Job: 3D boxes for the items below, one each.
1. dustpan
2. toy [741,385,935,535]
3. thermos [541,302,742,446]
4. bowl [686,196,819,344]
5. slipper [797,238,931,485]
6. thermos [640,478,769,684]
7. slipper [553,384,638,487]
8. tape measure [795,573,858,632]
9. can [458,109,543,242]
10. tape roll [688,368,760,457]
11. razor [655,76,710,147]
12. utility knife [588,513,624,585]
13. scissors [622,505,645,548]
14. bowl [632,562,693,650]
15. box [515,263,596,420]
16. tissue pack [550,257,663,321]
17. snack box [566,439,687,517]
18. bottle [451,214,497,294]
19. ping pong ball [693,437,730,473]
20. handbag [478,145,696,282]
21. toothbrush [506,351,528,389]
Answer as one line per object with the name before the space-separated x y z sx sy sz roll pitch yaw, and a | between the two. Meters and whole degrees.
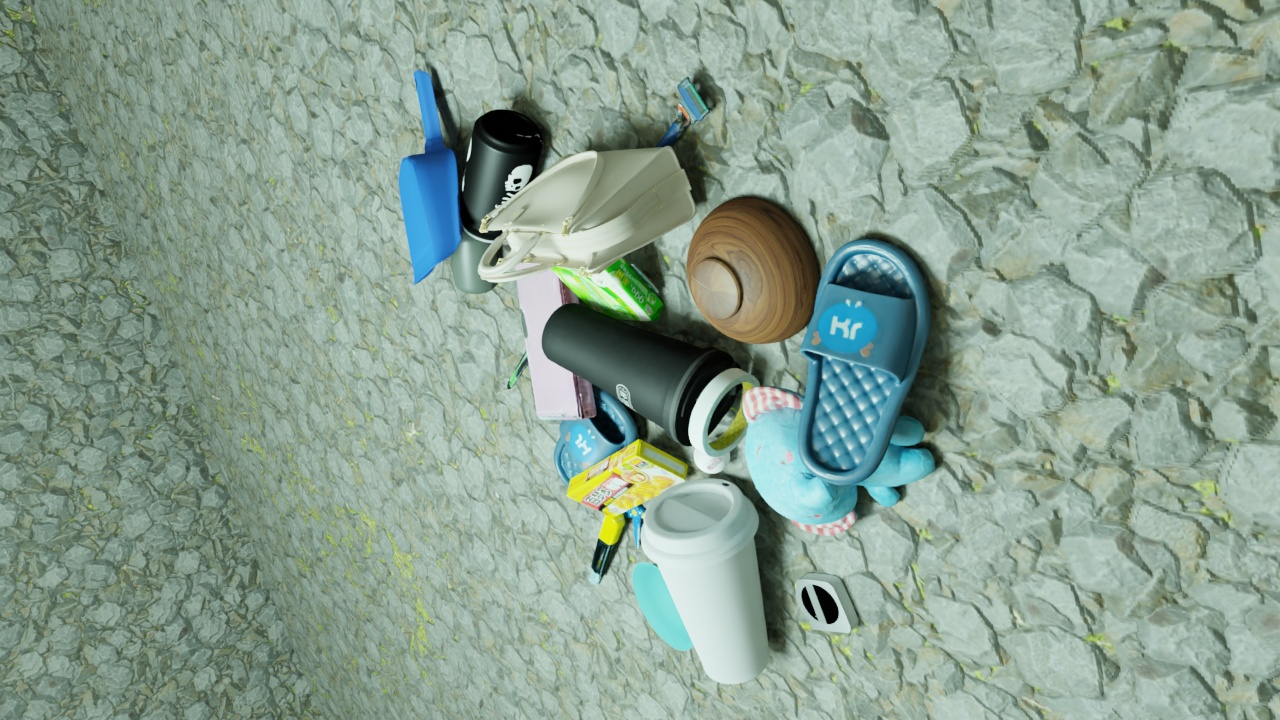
dustpan | -0.277 -0.238 1.174 0.246 0.059 0.257 178 81 -71
toy | 0.179 0.099 0.860 0.181 0.114 0.183 -8 115 39
thermos | -0.006 0.006 0.996 0.219 0.105 0.106 25 128 32
bowl | 0.091 -0.077 0.880 0.147 0.068 0.147 26 129 38
slipper | 0.185 0.001 0.781 0.104 0.059 0.213 11 91 31
thermos | 0.086 0.256 1.043 0.132 0.131 0.222 11 126 45
slipper | -0.071 0.105 1.179 0.104 0.059 0.214 55 142 15
tape measure | 0.199 0.263 0.993 0.064 0.016 0.065 -14 100 51
can | -0.168 -0.217 1.088 0.080 0.080 0.146 46 139 21
tape roll | 0.087 0.054 0.939 0.019 0.093 0.094 30 131 36
razor | 0.027 -0.222 0.914 0.044 0.018 0.141 60 145 9
utility knife | -0.051 0.265 1.274 0.029 0.020 0.198 51 145 26
scissors | 0.002 0.197 1.186 0.125 0.016 0.125 30 131 42
bowl | 0.045 0.300 1.160 0.121 0.046 0.121 35 137 40
box | -0.108 -0.042 1.118 0.098 0.041 0.233 -1 98 51
tissue pack | -0.037 -0.084 1.015 0.100 0.034 0.114 6 149 46
snack box | -0.018 0.147 1.119 0.075 0.025 0.153 30 140 -24
bottle | -0.218 -0.145 1.202 0.060 0.060 0.109 28 130 37
ping pong ball | 0.080 0.105 1.020 0.040 0.040 0.040 26 129 38
handbag | -0.076 -0.134 0.918 0.195 0.197 0.101 13 134 51
toothbrush | -0.152 -0.006 1.248 0.014 0.017 0.189 58 145 14
